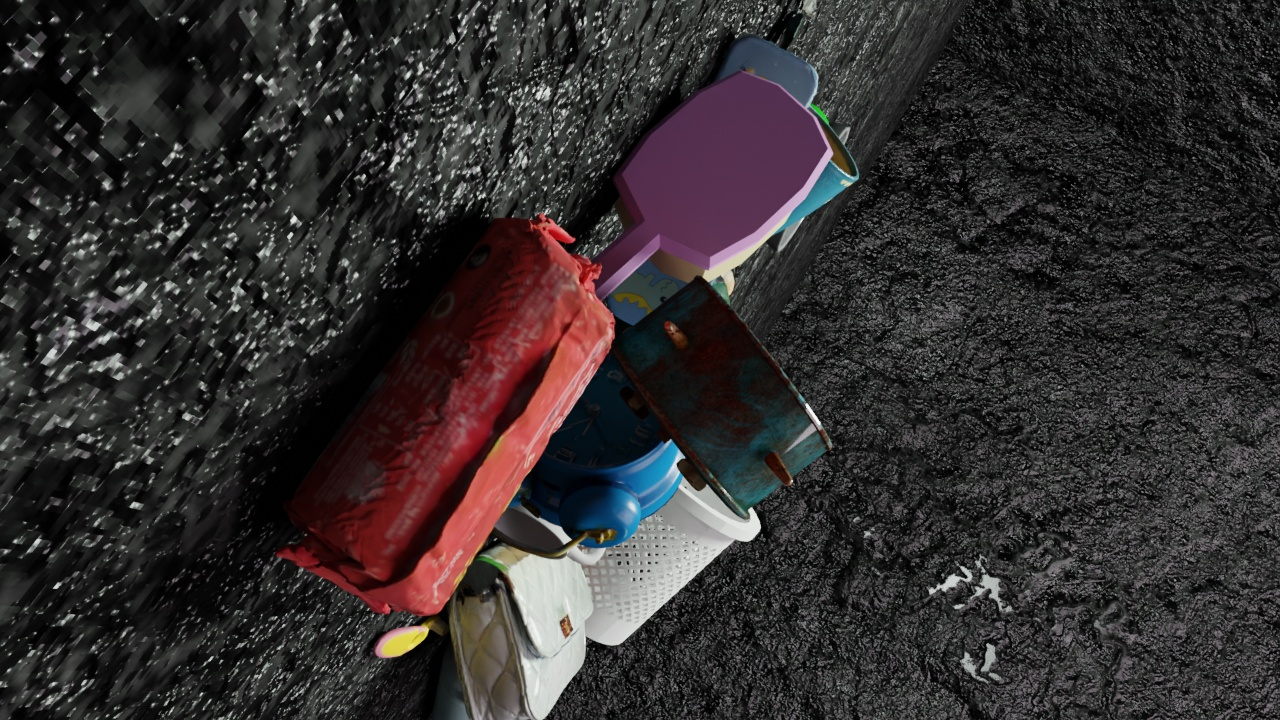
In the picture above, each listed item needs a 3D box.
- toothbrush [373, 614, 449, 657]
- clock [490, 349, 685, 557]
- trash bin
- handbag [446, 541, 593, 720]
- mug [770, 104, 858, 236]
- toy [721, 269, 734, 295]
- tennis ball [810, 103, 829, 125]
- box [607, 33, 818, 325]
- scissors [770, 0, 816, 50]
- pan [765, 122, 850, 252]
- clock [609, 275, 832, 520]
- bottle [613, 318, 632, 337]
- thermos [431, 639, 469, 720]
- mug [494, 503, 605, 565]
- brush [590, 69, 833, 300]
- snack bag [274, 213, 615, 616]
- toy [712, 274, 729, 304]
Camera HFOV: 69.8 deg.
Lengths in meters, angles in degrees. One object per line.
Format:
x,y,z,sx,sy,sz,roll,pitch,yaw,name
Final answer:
-0.160,0.194,0.649,0.021,0.016,0.135,-56,171,-5,toothbrush
-0.035,0.055,0.562,0.060,0.117,0.161,94,22,-48,clock
-0.006,0.196,1.021,0.200,0.195,0.195,-51,173,10,trash bin
-0.093,0.216,0.775,0.194,0.072,0.139,-3,82,-81,handbag
0.101,-0.153,0.727,0.104,0.084,0.112,-38,-143,28,mug
0.057,-0.058,0.882,0.085,0.074,0.106,13,-85,59,toy
0.136,-0.198,0.818,0.065,0.065,0.065,-57,171,-15,tennis ball
0.044,-0.109,0.610,0.210,0.066,0.037,-62,174,22,box
0.103,-0.249,0.639,0.202,0.015,0.201,-60,169,5,scissors
0.169,-0.190,1.102,0.356,0.041,0.179,-46,165,-55,pan
0.037,0.022,0.500,0.073,0.121,0.157,-38,178,3,clock
-0.004,0.004,0.727,0.061,0.061,0.131,-54,170,-14,bottle
-0.164,0.321,0.885,0.207,0.065,0.077,111,-21,-50,thermos
-0.052,0.092,0.645,0.071,0.107,0.089,-7,-136,44,mug
0.011,-0.072,0.521,0.228,0.089,0.043,-43,172,-17,brush
-0.070,0.020,0.372,0.176,0.082,0.082,-58,171,-14,snack bag
0.037,-0.054,0.751,0.193,0.072,0.130,57,29,-80,toy
